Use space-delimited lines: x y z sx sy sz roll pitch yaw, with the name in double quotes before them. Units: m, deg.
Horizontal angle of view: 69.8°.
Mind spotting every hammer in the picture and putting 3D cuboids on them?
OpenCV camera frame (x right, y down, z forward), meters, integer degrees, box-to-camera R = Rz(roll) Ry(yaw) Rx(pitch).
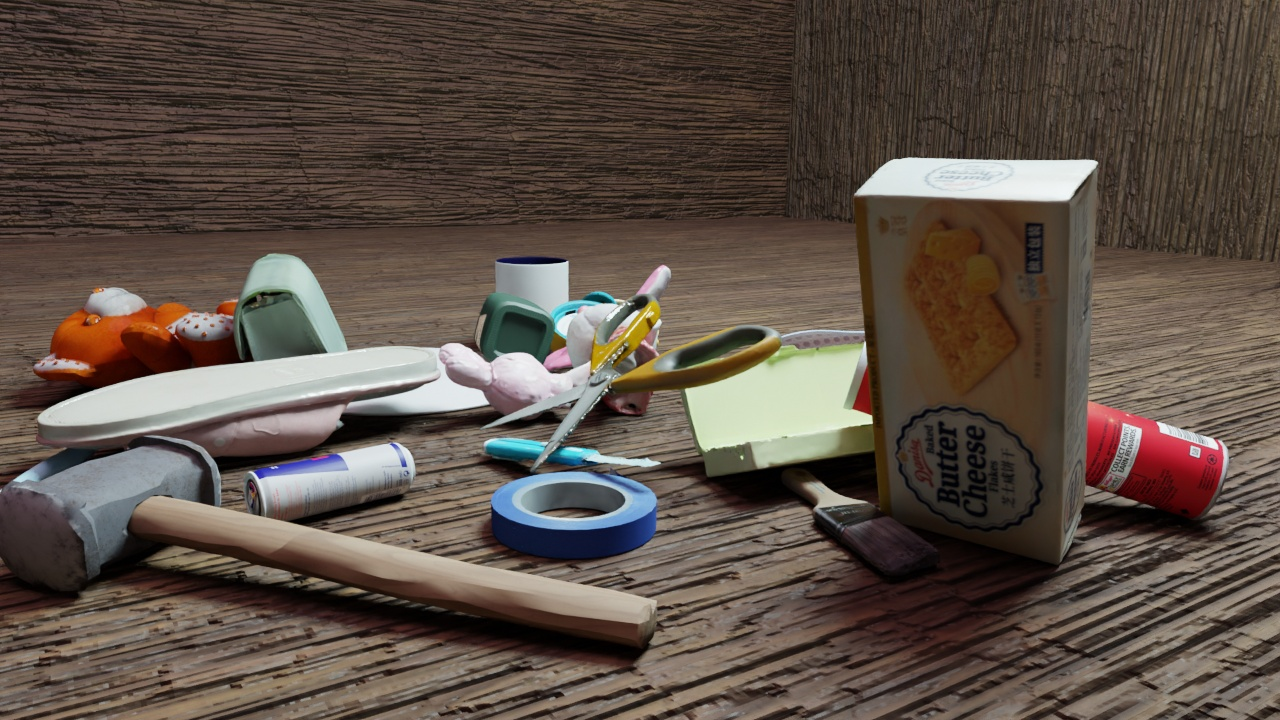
"hammer" -0.152 0.093 0.439 0.329 0.052 0.097 8 14 17

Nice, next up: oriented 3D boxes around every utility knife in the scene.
"utility knife" -0.046 0.061 0.592 0.162 0.015 0.022 0 12 42

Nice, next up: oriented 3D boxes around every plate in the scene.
"plate" -0.218 0.011 0.858 0.242 0.016 0.242 1 12 0

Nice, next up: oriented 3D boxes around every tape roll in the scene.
"tape roll" -0.038 0.087 0.526 0.093 0.016 0.091 -6 14 -26

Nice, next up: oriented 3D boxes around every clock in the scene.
"clock" -0.044 -0.032 0.962 0.129 0.044 0.099 -18 44 -35

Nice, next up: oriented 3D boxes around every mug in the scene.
"mug" -0.124 -0.065 1.019 0.078 0.097 0.112 -4 13 -19

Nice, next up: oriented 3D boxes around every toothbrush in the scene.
"toothbrush" -0.377 0.075 0.560 0.022 0.016 0.155 32 11 -7

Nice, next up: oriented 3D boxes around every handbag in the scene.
"handbag" -0.299 -0.028 0.778 0.067 0.106 0.122 -20 24 -9

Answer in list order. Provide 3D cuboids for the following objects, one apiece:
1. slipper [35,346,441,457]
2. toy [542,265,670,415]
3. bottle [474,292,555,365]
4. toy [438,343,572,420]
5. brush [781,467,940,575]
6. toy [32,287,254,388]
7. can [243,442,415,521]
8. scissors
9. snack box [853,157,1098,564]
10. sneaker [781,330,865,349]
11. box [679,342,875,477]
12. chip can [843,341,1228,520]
"slipper" -0.274 0.034 0.663 0.273 0.054 0.114 -12 17 -34
"toy" -0.025 -0.010 0.811 0.159 0.084 0.194 -37 16 7
"bottle" -0.127 -0.032 0.900 0.061 0.061 0.131 17 5 -18
"toy" -0.109 0.017 0.736 0.110 0.047 0.063 22 16 -19
"brush" 0.119 0.090 0.535 0.039 0.012 0.151 -3 12 -17
"toy" -0.427 -0.020 0.814 0.172 0.093 0.164 -3 14 -13
"can" -0.183 0.072 0.545 0.095 0.032 0.032 -10 16 -40
"scissors" -0.005 0.004 0.634 0.230 0.016 0.224 -11 28 31
"snack box" 0.178 0.001 0.488 0.104 0.208 0.057 11 34 37
"sneaker" 0.174 0.022 0.761 0.241 0.083 0.098 -11 -20 -18
"box" 0.126 0.041 0.642 0.187 0.066 0.127 -7 36 -27
"chip can" 0.238 0.039 0.570 0.215 0.052 0.051 18 16 12
